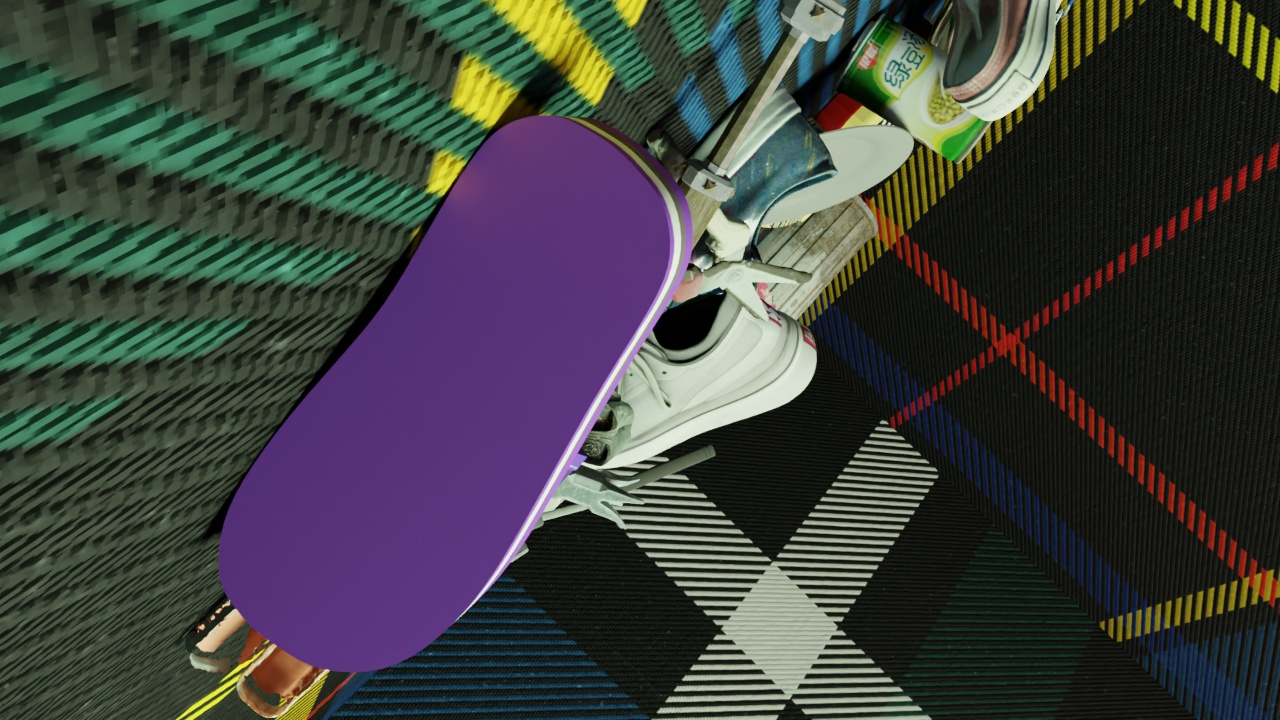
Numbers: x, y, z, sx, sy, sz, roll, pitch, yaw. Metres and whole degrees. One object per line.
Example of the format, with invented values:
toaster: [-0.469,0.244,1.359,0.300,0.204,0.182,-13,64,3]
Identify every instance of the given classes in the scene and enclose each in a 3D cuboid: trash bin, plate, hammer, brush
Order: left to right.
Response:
hammer: [0.003,-0.051,0.482,0.318,0.147,0.028,-58,-158,24]
trash bin: [0.160,-0.112,1.073,0.211,0.131,0.131,-47,175,-1]
plate: [0.137,-0.154,0.764,0.178,0.012,0.178,-14,169,-3]
brush: [0.236,-0.268,0.922,0.173,0.042,0.082,-45,175,-12]

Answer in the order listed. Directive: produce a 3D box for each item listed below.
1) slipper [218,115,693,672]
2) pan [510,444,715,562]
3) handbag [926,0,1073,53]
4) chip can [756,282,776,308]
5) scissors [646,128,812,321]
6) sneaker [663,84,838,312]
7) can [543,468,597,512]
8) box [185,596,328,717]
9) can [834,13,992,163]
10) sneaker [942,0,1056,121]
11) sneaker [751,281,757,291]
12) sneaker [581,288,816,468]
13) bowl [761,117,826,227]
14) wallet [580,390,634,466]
slipper: [-0.069,0.020,0.386,0.267,0.107,0.083,-52,173,23]
pan: [-0.097,0.128,0.721,0.356,0.041,0.179,-20,176,-23]
handbag: [0.323,-0.317,0.810,0.199,0.093,0.201,-16,136,-61]
chip can: [0.064,-0.034,1.000,0.075,0.075,0.224,-44,-173,-22]
scissors: [0.030,-0.064,0.536,0.193,0.015,0.180,-18,143,-16]
sneaker: [0.033,-0.070,0.609,0.236,0.079,0.087,-47,175,12]
can: [-0.100,0.120,1.087,0.079,0.079,0.142,-48,175,30]
box: [-0.172,0.119,0.534,0.187,0.083,0.043,-47,-170,-7]
can: [0.222,-0.217,0.733,0.067,0.121,0.067,-56,176,-6]
sneaker: [0.238,-0.274,0.620,0.118,0.088,0.240,-31,-146,60]
sneaker: [0.054,-0.068,0.759,0.089,0.087,0.236,-46,174,-7]
sneaker: [-0.004,0.004,0.717,0.264,0.129,0.096,-19,-133,22]
bowl: [0.145,-0.167,0.873,0.112,0.061,0.112,-45,175,-5]
wallet: [-0.056,0.034,0.631,0.131,0.100,0.054,54,54,-86]
